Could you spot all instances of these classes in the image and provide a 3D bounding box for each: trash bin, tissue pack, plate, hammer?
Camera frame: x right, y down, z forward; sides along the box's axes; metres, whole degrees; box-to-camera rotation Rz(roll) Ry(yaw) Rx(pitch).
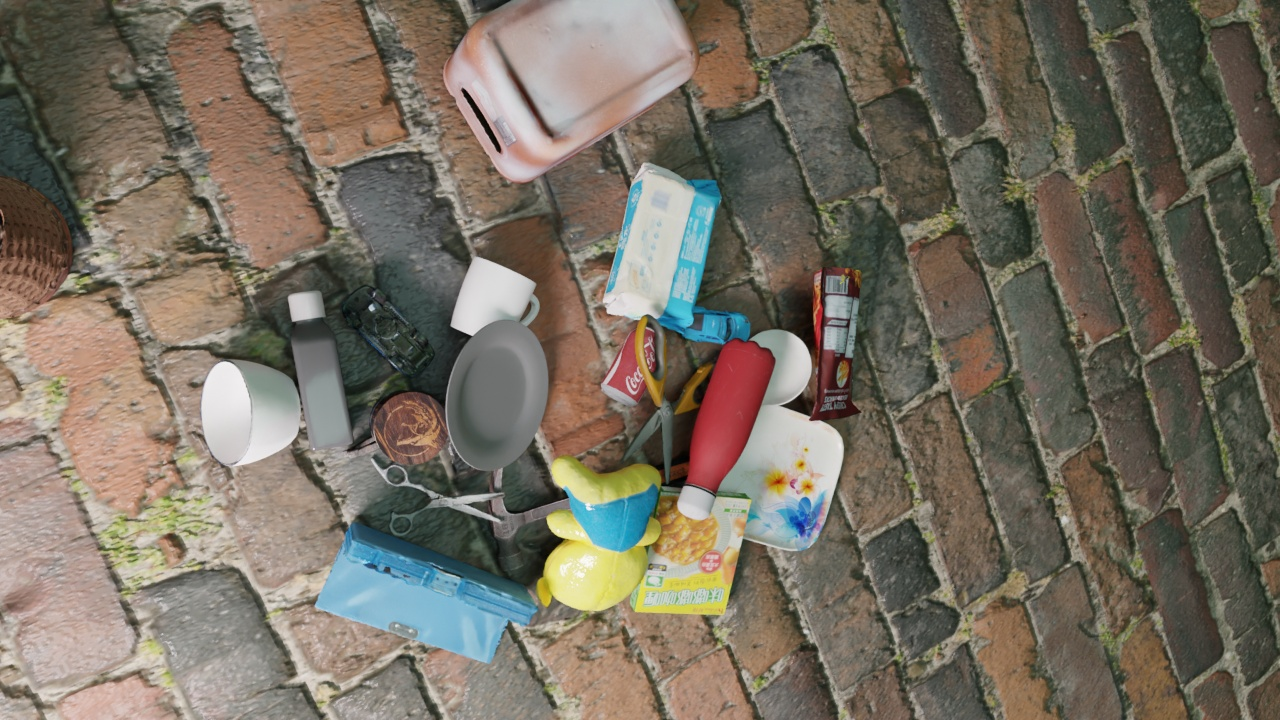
[{"bbox_3d":[-0.078,-0.353,1.091,0.259,0.157,0.181,-35,102,-18],"label":"trash bin"},{"bbox_3d":[0.029,-0.148,1.183,0.117,0.066,0.209,16,84,-19],"label":"tissue pack"},{"bbox_3d":[0.182,0.011,1.242,0.104,0.026,0.104,-5,77,22],"label":"plate"},{"bbox_3d":[0.188,0.161,1.269,0.187,0.016,0.187,19,86,-23],"label":"plate"},{"bbox_3d":[-0.168,0.041,1.077,0.178,0.012,0.178,-20,115,-55],"label":"plate"},{"bbox_3d":[-0.637,-0.116,0.854,0.151,0.210,0.151,0,90,-21],"label":"trash bin"},{"bbox_3d":[-0.044,0.156,1.177,0.313,0.035,0.138,-14,96,-21],"label":"hammer"}]

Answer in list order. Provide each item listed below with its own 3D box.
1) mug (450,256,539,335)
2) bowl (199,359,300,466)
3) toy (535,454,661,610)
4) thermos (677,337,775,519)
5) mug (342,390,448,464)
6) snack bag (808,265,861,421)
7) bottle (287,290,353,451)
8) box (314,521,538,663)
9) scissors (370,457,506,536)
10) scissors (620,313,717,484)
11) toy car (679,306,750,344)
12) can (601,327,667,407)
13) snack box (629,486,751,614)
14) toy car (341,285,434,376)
[{"bbox_3d":[-0.169,-0.063,1.110,0.114,0.081,0.087,26,86,-50],"label":"mug"},{"bbox_3d":[-0.420,0.055,0.996,0.065,0.117,0.116,-2,91,-50],"label":"bowl"},{"bbox_3d":[-0.048,0.221,1.111,0.148,0.084,0.214,5,114,-22],"label":"toy"},{"bbox_3d":[0.105,0.089,1.176,0.073,0.073,0.239,28,71,-19],"label":"thermos"},{"bbox_3d":[-0.283,0.082,1.045,0.115,0.107,0.080,-30,101,-18],"label":"mug"},{"bbox_3d":[0.272,-0.023,1.262,0.138,0.067,0.208,-1,89,-57],"label":"snack bag"},{"bbox_3d":[-0.361,0.010,1.028,0.046,0.084,0.174,-10,93,-21],"label":"bottle"},{"bbox_3d":[-0.251,0.286,1.072,0.231,0.094,0.112,26,84,-20],"label":"box"},{"bbox_3d":[-0.243,0.156,1.096,0.141,0.014,0.147,-27,97,-2],"label":"scissors"},{"bbox_3d":[0.035,0.039,1.165,0.224,0.016,0.229,-43,124,-35],"label":"scissors"},{"bbox_3d":[0.102,-0.046,1.230,0.105,0.032,0.048,8,87,-22],"label":"toy car"},{"bbox_3d":[-0.007,0.007,1.177,0.054,0.054,0.096,32,80,-18],"label":"can"},{"bbox_3d":[0.066,0.251,1.206,0.131,0.027,0.168,8,101,-21],"label":"snack box"},{"bbox_3d":[-0.296,-0.033,1.072,0.056,0.044,0.120,-46,107,-14],"label":"toy car"}]
